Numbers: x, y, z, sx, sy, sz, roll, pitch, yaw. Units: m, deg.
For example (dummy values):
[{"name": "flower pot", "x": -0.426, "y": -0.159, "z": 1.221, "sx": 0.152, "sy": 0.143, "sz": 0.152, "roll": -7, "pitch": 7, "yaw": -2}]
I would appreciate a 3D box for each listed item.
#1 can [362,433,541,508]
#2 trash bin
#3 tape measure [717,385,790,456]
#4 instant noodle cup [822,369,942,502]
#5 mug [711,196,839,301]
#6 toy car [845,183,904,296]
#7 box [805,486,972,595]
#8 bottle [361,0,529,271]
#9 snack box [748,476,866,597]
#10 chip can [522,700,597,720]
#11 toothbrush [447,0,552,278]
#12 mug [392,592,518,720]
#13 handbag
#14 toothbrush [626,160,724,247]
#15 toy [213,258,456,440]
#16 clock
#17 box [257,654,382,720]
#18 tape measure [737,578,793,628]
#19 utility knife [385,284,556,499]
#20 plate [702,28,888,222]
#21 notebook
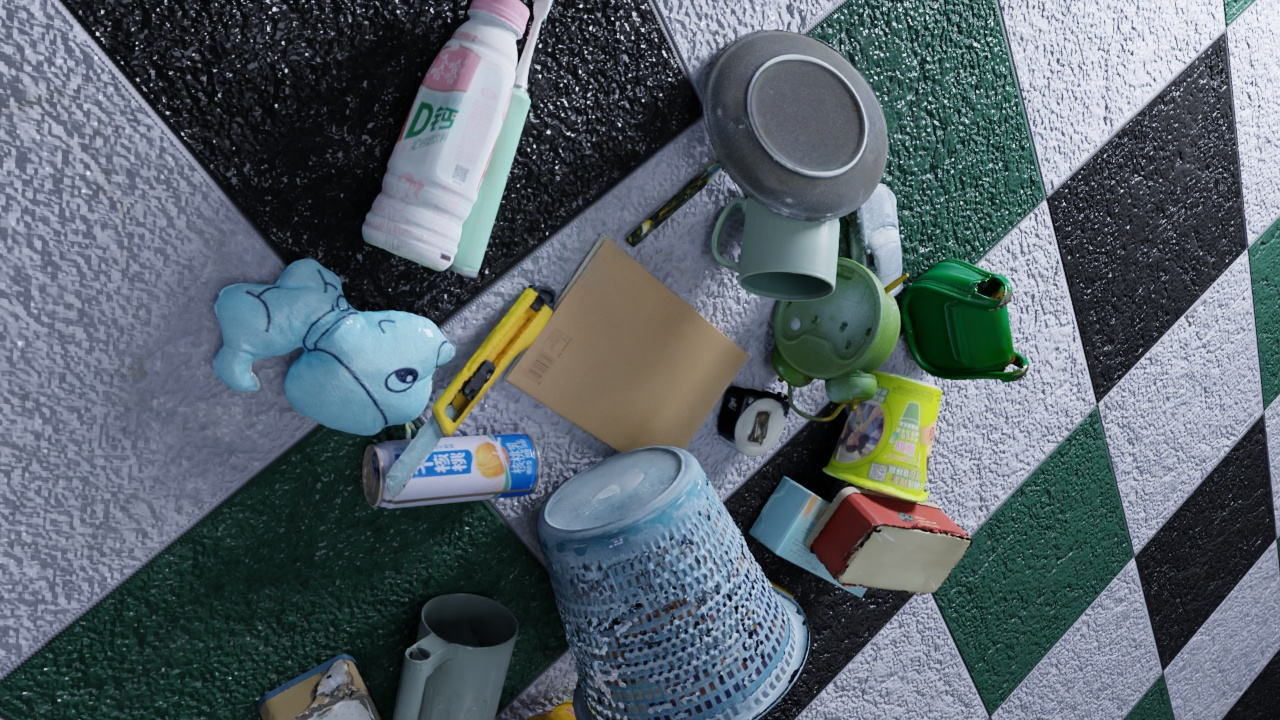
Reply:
[{"name": "can", "x": -0.152, "y": 0.089, "z": 0.744, "sx": 0.134, "sy": 0.053, "sz": 0.053, "roll": -1, "pitch": 108, "yaw": -32}, {"name": "trash bin", "x": 0.012, "y": 0.191, "z": 0.807, "sx": 0.226, "sy": 0.227, "sz": 0.195, "roll": -28, "pitch": 108, "yaw": -21}, {"name": "tape measure", "x": 0.111, "y": 0.061, "z": 0.914, "sx": 0.065, "sy": 0.033, "sz": 0.066, "roll": 6, "pitch": 104, "yaw": -32}, {"name": "instant noodle cup", "x": 0.266, "y": 0.076, "z": 0.978, "sx": 0.111, "sy": 0.112, "sz": 0.123, "roll": 15, "pitch": 92, "yaw": -36}, {"name": "mug", "x": 0.120, "y": -0.116, "z": 0.818, "sx": 0.082, "sy": 0.112, "sz": 0.106, "roll": 45, "pitch": 49, "yaw": -71}, {"name": "toy car", "x": 0.238, "y": -0.119, "z": 0.925, "sx": 0.054, "sy": 0.037, "sz": 0.121, "roll": -24, "pitch": 116, "yaw": -23}, {"name": "box", "x": 0.265, "y": 0.198, "z": 0.960, "sx": 0.168, "sy": 0.077, "sz": 0.091, "roll": 15, "pitch": 114, "yaw": -35}, {"name": "bottle", "x": -0.132, "y": -0.165, "z": 0.654, "sx": 0.068, "sy": 0.068, "sz": 0.197, "roll": 22, "pitch": 92, "yaw": -36}, {"name": "snack box", "x": 0.202, "y": 0.196, "z": 1.011, "sx": 0.174, "sy": 0.052, "sz": 0.074, "roll": 32, "pitch": 90, "yaw": -37}, {"name": "chip can", "x": -0.125, "y": 0.365, "z": 0.818, "sx": 0.213, "sy": 0.072, "sz": 0.072, "roll": 3, "pitch": 107, "yaw": -52}, {"name": "toothbrush", "x": -0.104, "y": -0.171, "z": 0.693, "sx": 0.026, "sy": 0.027, "sz": 0.224, "roll": 19, "pitch": 99, "yaw": 4}, {"name": "mug", "x": -0.165, "y": 0.269, "z": 0.774, "sx": 0.123, "sy": 0.084, "sz": 0.103, "roll": -18, "pitch": 125, "yaw": -64}, {"name": "handbag", "x": 0.344, "y": -0.039, "z": 0.971, "sx": 0.067, "sy": 0.120, "sz": 0.131, "roll": -37, "pitch": 122, "yaw": -22}, {"name": "toothbrush", "x": 0.059, "y": -0.160, "z": 0.806, "sx": 0.185, "sy": 0.017, "sz": 0.012, "roll": -41, "pitch": 132, "yaw": -12}, {"name": "toy", "x": -0.218, "y": -0.002, "z": 0.671, "sx": 0.161, "sy": 0.050, "sz": 0.156, "roll": -26, "pitch": 116, "yaw": -20}, {"name": "clock", "x": 0.185, "y": -0.020, "z": 0.881, "sx": 0.056, "sy": 0.116, "sz": 0.161, "roll": 15, "pitch": 97, "yaw": -46}, {"name": "box", "x": -0.249, "y": 0.344, "z": 0.778, "sx": 0.089, "sy": 0.061, "sz": 0.184, "roll": -23, "pitch": 121, "yaw": -23}, {"name": "tape measure", "x": 0.137, "y": 0.270, "z": 1.012, "sx": 0.060, "sy": 0.029, "sz": 0.057, "roll": 36, "pitch": 87, "yaw": -36}, {"name": "utility knife", "x": -0.130, "y": 0.020, "z": 0.722, "sx": 0.033, "sy": 0.015, "sz": 0.214, "roll": 47, "pitch": 65, "yaw": -26}, {"name": "plate", "x": 0.138, "y": -0.204, "z": 0.777, "sx": 0.179, "sy": 0.024, "sz": 0.179, "roll": 4, "pitch": 76, "yaw": -19}, {"name": "notebook", "x": -0.005, "y": 0.005, "z": 0.832, "sx": 0.211, "sy": 0.012, "sz": 0.149, "roll": 36, "pitch": 88, "yaw": -36}]
